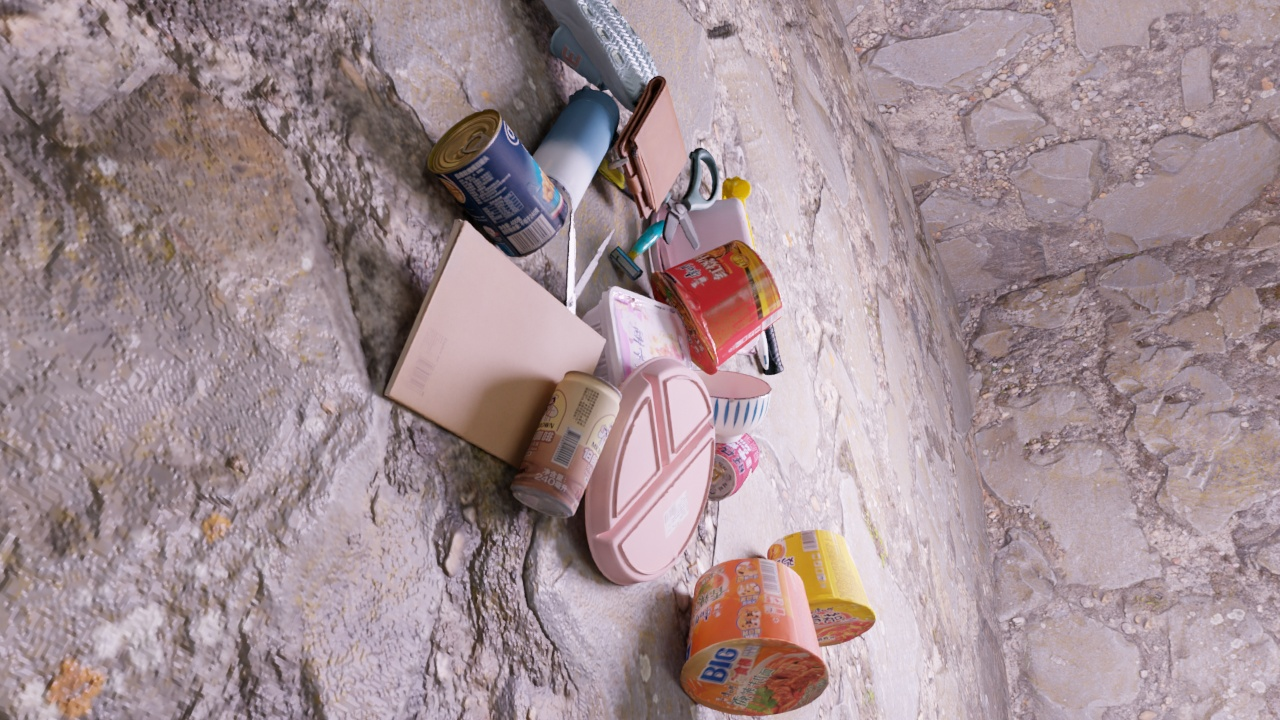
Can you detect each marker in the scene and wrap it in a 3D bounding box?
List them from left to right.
[{"bbox_3d":[-0.017,-0.210,1.107,0.124,0.015,0.018,31,41,-58],"label":"marker"}]

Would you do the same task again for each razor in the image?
[{"bbox_3d":[0.002,-0.137,1.087,0.043,0.028,0.132,43,37,-6],"label":"razor"}]

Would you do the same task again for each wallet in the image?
[{"bbox_3d":[0.013,-0.233,1.044,0.118,0.035,0.131,-59,155,-20],"label":"wallet"}]

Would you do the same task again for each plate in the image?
[{"bbox_3d":[0.019,0.110,0.904,0.228,0.028,0.230,-24,118,-56],"label":"plate"}]

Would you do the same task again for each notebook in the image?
[{"bbox_3d":[-0.110,0.002,0.765,0.211,0.012,0.149,40,63,-49],"label":"notebook"}]

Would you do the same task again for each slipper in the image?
[{"bbox_3d":[-0.071,-0.374,1.029,0.245,0.074,0.103,52,31,-9],"label":"slipper"}]

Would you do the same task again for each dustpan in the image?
[{"bbox_3d":[0.082,-0.116,1.258,0.273,0.139,0.222,89,-12,-82],"label":"dustpan"}]

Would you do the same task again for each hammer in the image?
[{"bbox_3d":[0.167,-0.124,1.362,0.128,0.033,0.301,-106,-178,-79],"label":"hammer"}]

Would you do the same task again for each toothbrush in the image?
[{"bbox_3d":[0.172,-0.073,1.329,0.016,0.018,0.192,-140,-146,-61],"label":"toothbrush"}]

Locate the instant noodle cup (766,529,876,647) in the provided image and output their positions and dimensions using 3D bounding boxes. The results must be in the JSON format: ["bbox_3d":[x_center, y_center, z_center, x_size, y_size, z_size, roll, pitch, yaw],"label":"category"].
[{"bbox_3d":[0.224,0.293,1.188,0.138,0.138,0.109,48,28,-42],"label":"instant noodle cup"}]

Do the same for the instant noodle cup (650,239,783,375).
[{"bbox_3d":[0.093,-0.067,1.071,0.138,0.108,0.138,55,-12,18],"label":"instant noodle cup"}]

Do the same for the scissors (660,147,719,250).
[{"bbox_3d":[0.051,-0.222,1.147,0.180,0.019,0.170,-28,88,-42],"label":"scissors"}]

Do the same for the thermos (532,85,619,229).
[{"bbox_3d":[-0.070,-0.213,0.947,0.070,0.070,0.219,59,31,-29],"label":"thermos"}]

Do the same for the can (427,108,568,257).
[{"bbox_3d":[-0.122,-0.152,0.803,0.111,0.075,0.075,51,35,-40],"label":"can"}]

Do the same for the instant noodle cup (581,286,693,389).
[{"bbox_3d":[-0.006,0.006,0.963,0.173,0.060,0.138,12,66,-59],"label":"instant noodle cup"}]

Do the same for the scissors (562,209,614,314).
[{"bbox_3d":[-0.069,-0.050,0.845,0.159,0.014,0.181,-40,138,-44],"label":"scissors"}]

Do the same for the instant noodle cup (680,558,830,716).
[{"bbox_3d":[0.118,0.288,0.969,0.151,0.152,0.111,54,25,-35],"label":"instant noodle cup"}]

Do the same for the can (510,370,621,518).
[{"bbox_3d":[-0.062,0.071,0.782,0.058,0.059,0.116,46,58,-44],"label":"can"}]

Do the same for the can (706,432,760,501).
[{"bbox_3d":[0.099,0.124,1.095,0.093,0.067,0.066,-29,102,-63],"label":"can"}]

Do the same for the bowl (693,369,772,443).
[{"bbox_3d":[0.094,0.057,1.082,0.116,0.116,0.066,-28,125,-63],"label":"bowl"}]
